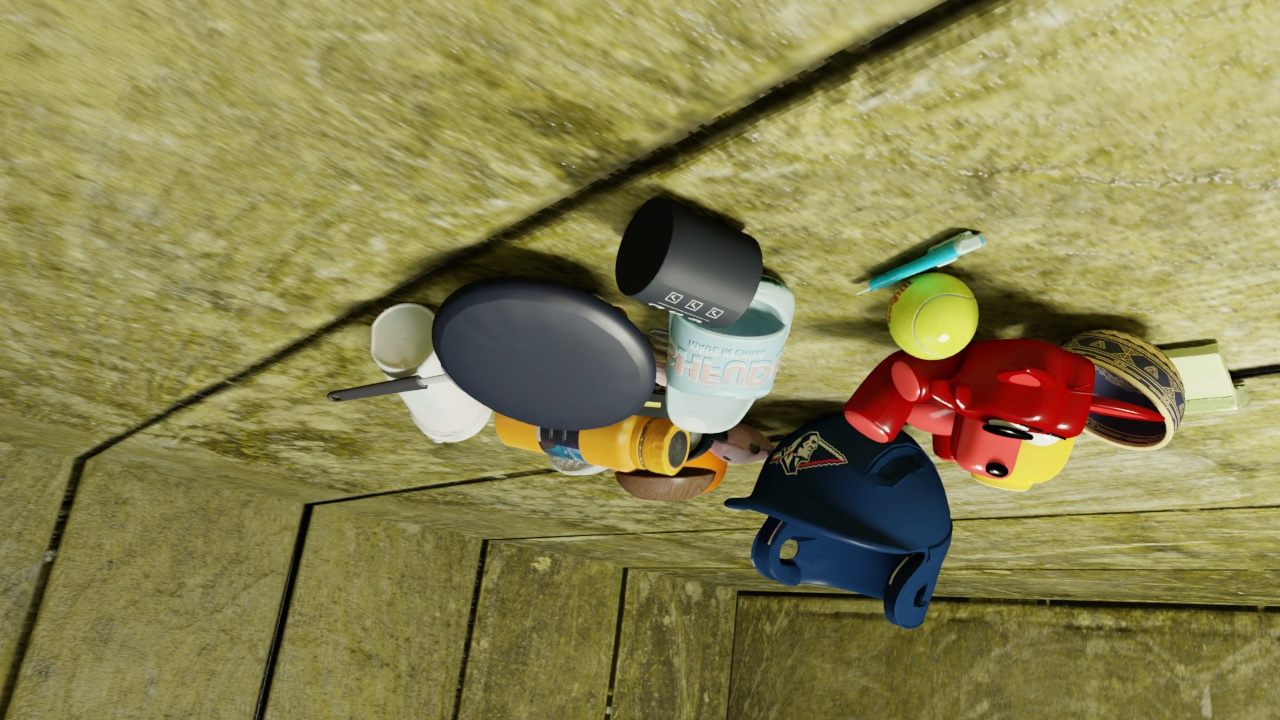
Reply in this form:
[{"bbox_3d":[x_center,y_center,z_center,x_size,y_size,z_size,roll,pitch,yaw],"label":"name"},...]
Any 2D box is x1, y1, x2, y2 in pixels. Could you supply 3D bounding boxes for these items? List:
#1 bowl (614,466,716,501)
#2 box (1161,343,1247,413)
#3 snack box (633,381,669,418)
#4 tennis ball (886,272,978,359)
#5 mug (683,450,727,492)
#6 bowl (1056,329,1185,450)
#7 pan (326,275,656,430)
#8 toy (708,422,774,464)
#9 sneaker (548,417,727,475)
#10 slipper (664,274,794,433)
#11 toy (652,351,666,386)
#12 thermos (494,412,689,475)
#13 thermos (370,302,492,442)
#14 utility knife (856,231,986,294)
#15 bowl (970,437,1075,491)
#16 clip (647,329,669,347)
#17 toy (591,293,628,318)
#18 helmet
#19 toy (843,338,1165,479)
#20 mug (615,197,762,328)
[{"bbox_3d":[0.029,0.143,1.060,0.118,0.030,0.118,-1,180,0],"label":"bowl"},{"bbox_3d":[0.437,0.031,0.840,0.188,0.047,0.140,-7,155,39],"label":"box"},{"bbox_3d":[-0.038,0.037,1.011,0.147,0.025,0.080,5,-172,7],"label":"snack box"},{"bbox_3d":[0.218,-0.033,0.686,0.065,0.065,0.065,6,162,2],"label":"tennis ball"},{"bbox_3d":[0.046,0.123,1.234,0.096,0.077,0.113,24,-176,-42],"label":"mug"},{"bbox_3d":[0.393,0.014,0.752,0.112,0.061,0.112,39,165,12],"label":"bowl"},{"bbox_3d":[-0.154,0.014,0.832,0.357,0.021,0.199,-9,137,27],"label":"pan"},{"bbox_3d":[0.115,0.103,1.164,0.096,0.052,0.099,12,178,24],"label":"toy"},{"bbox_3d":[-0.008,0.099,1.156,0.236,0.089,0.087,-9,161,31],"label":"sneaker"},{"bbox_3d":[0.069,0.007,0.794,0.104,0.074,0.246,5,147,-2],"label":"slipper"},{"bbox_3d":[-0.005,0.005,0.924,0.064,0.047,0.110,0,168,32],"label":"toy"},{"bbox_3d":[-0.053,0.079,1.069,0.233,0.076,0.091,8,-155,32],"label":"thermos"},{"bbox_3d":[-0.216,0.018,0.977,0.099,0.099,0.221,5,158,5],"label":"thermos"},{"bbox_3d":[0.199,-0.068,0.672,0.022,0.015,0.124,-18,176,-27],"label":"utility knife"},{"bbox_3d":[0.374,0.093,0.935,0.117,0.068,0.117,7,-170,-1],"label":"bowl"},{"bbox_3d":[0.061,-0.007,0.886,0.101,0.040,0.054,15,173,-27],"label":"clip"},{"bbox_3d":[-0.060,-0.029,0.813,0.113,0.067,0.087,4,142,50],"label":"toy"},{"bbox_3d":[0.226,0.168,1.045,0.271,0.223,0.233,9,179,-38],"label":"helmet"},{"bbox_3d":[0.282,0.034,0.741,0.158,0.120,0.197,19,171,-25],"label":"toy"},{"bbox_3d":[0.026,-0.071,0.658,0.077,0.071,0.105,18,-174,-30],"label":"mug"}]
